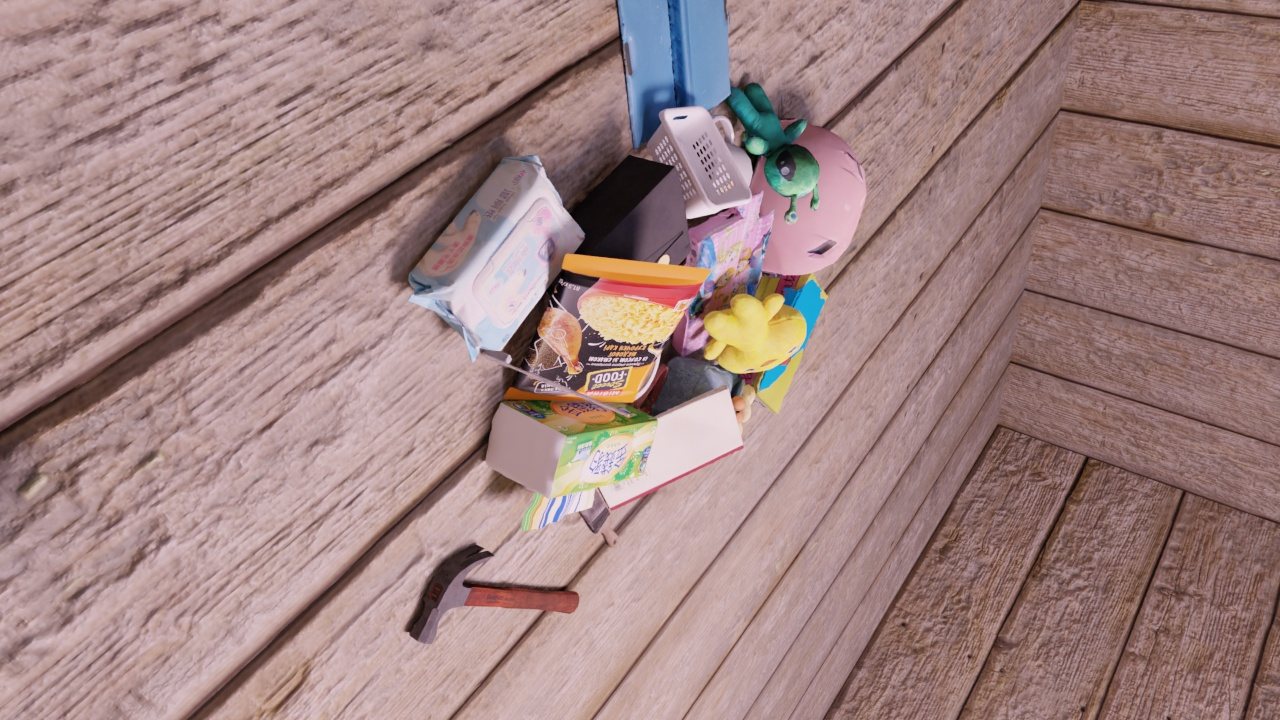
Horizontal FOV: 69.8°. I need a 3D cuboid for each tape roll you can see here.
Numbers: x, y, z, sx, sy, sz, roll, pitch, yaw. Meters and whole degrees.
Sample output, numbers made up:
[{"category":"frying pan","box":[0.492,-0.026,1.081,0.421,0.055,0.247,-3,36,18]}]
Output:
[{"category":"tape roll","box":[-0.007,0.007,1.147,0.092,0.013,0.093,-35,136,-43]}]

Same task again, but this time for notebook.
[{"category":"notebook","box":[0.035,0.121,1.235,0.208,0.012,0.153,-25,140,-4]}]

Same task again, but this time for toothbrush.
[{"category":"toothbrush","box":[-0.086,0.020,0.923,0.010,0.182,0.010,-58,153,-23]}]

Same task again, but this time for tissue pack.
[{"category":"tissue pack","box":[-0.136,-0.096,0.881,0.181,0.070,0.112,-57,148,-18]},{"category":"tissue pack","box":[-0.083,0.124,1.068,0.197,0.120,0.141,0,110,-50]}]

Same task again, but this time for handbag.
[{"category":"handbag","box":[0.007,0.055,1.212,0.055,0.029,0.120,-13,136,-57]},{"category":"handbag","box":[-0.011,-0.095,1.038,0.175,0.072,0.196,-48,138,-20]},{"category":"handbag","box":[0.099,0.061,1.303,0.191,0.119,0.122,20,93,-64]}]

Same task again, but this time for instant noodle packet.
[{"category":"instant noodle packet","box":[-0.039,-0.025,0.975,0.159,0.032,0.221,3,138,-27]}]

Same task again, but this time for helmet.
[{"category":"helmet","box":[0.244,-0.228,1.331,0.255,0.153,0.230,27,82,-65]}]

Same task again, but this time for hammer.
[{"category":"hammer","box":[-0.159,0.293,1.132,0.300,0.028,0.111,31,83,-59]}]

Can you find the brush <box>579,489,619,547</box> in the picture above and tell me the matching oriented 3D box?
[{"category":"brush","box":[-0.055,0.222,1.265,0.038,0.012,0.151,-54,147,-24]}]

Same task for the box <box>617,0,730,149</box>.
[{"category":"box","box":[0.042,-0.371,1.025,0.174,0.033,0.232,-45,143,-33]}]

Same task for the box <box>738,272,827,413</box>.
[{"category":"box","box":[0.213,-0.038,1.466,0.124,0.081,0.221,34,76,-60]}]

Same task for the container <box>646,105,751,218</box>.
[{"category":"container","box":[0.062,-0.222,1.051,0.080,0.129,0.050,-20,170,-43]}]

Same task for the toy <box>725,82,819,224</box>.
[{"category":"toy","box":[0.173,-0.271,1.187,0.130,0.193,0.073,-26,173,-39]}]

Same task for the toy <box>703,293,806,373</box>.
[{"category":"toy","box":[0.153,-0.040,1.249,0.134,0.092,0.207,-30,160,18]}]

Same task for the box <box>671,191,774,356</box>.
[{"category":"box","box":[0.117,-0.116,1.222,0.159,0.035,0.231,-32,151,-26]}]

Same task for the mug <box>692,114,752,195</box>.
[{"category":"mug","box":[0.088,-0.249,1.133,0.089,0.073,0.105,-9,116,-56]}]
